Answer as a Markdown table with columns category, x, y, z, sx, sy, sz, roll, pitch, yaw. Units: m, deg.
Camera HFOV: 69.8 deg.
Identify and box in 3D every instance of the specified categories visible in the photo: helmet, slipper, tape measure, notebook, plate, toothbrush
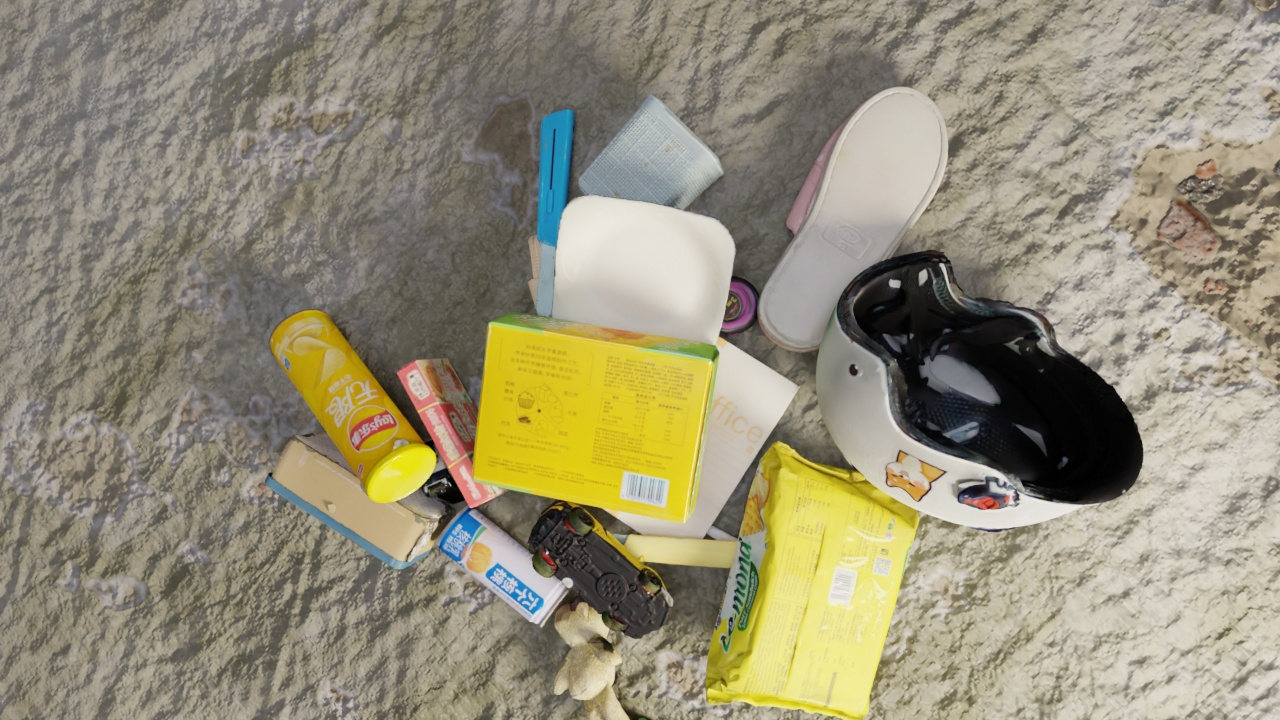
| category | x | y | z | sx | sy | sz | roll | pitch | yaw |
| --- | --- | --- | --- | --- | --- | --- | --- | --- | --- |
| helmet | 0.267 | 0.047 | 0.800 | 0.274 | 0.229 | 0.157 | 33 | 136 | 2 |
| slipper | 0.200 | -0.132 | 0.875 | 0.114 | 0.054 | 0.274 | 28 | 89 | 7 |
| tape measure | 0.089 | -0.054 | 0.898 | 0.058 | 0.039 | 0.057 | 20 | 92 | 13 |
| notebook | 0.040 | 0.074 | 0.897 | 0.146 | 0.010 | 0.206 | 33 | 94 | 5 |
| tape measure | -0.196 | 0.107 | 0.920 | 0.033 | 0.066 | 0.066 | -23 | 71 | 9 |
| plate | 0.001 | -0.075 | 0.856 | 0.164 | 0.034 | 0.164 | 13 | 122 | 5 |
| toothbrush | 0.066 | 0.167 | 0.907 | 0.180 | 0.016 | 0.016 | 30 | 95 | 8 |

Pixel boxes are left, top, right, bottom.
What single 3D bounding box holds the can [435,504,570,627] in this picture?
| category | x | y | z | sx | sy | sz | roll | pitch | yaw |
| --- | --- | --- | --- | --- | --- | --- | --- | --- | --- |
| can | -0.136 | 0.205 | 0.916 | 0.134 | 0.053 | 0.053 | 36 | 94 | 7 |

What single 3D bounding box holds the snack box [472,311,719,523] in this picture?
| category | x | y | z | sx | sy | sz | roll | pitch | yaw |
| --- | --- | --- | --- | --- | --- | --- | --- | --- | --- |
| snack box | -0.042 | 0.049 | 0.852 | 0.210 | 0.070 | 0.158 | 10 | 102 | 9 |

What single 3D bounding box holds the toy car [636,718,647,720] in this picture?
| category | x | y | z | sx | sy | sz | roll | pitch | yaw |
| --- | --- | --- | --- | --- | --- | --- | --- | --- | --- |
| toy car | 0.021 | 0.394 | 0.900 | 0.091 | 0.036 | 0.043 | 40 | 93 | 3 |

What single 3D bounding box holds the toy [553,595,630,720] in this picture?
| category | x | y | z | sx | sy | sz | roll | pitch | yaw |
| --- | --- | --- | --- | --- | --- | --- | --- | --- | --- |
| toy | -0.039 | 0.306 | 0.887 | 0.105 | 0.066 | 0.157 | -42 | 64 | 46 |

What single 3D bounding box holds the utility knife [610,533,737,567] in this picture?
| category | x | y | z | sx | sy | sz | roll | pitch | yaw |
| --- | --- | --- | --- | --- | --- | --- | --- | --- | --- |
| utility knife | 0.027 | 0.181 | 0.884 | 0.216 | 0.022 | 0.031 | 4 | 88 | 0 |

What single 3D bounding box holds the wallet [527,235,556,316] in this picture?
| category | x | y | z | sx | sy | sz | roll | pitch | yaw |
| --- | --- | --- | --- | --- | --- | --- | --- | --- | --- |
| wallet | -0.071 | -0.076 | 0.929 | 0.087 | 0.024 | 0.115 | -9 | 89 | 9 |

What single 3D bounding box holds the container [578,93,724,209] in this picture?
| category | x | y | z | sx | sy | sz | roll | pitch | yaw |
| --- | --- | --- | --- | --- | --- | --- | --- | --- | --- |
| container | 0.008 | -0.179 | 0.888 | 0.111 | 0.090 | 0.090 | -44 | 83 | 8 |

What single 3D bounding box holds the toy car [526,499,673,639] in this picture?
| category | x | y | z | sx | sy | sz | roll | pitch | yaw |
| --- | --- | --- | --- | --- | --- | --- | --- | --- | --- |
| toy car | -0.038 | 0.199 | 0.868 | 0.156 | 0.041 | 0.071 | 40 | 105 | 1 |

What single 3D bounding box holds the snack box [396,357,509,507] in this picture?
| category | x | y | z | sx | sy | sz | roll | pitch | yaw |
| --- | --- | --- | --- | --- | --- | --- | --- | --- | --- |
| snack box | -0.181 | 0.069 | 0.914 | 0.025 | 0.075 | 0.153 | -31 | 84 | 12 |

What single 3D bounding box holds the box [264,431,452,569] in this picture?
| category | x | y | z | sx | sy | sz | roll | pitch | yaw |
| --- | --- | --- | --- | --- | --- | --- | --- | --- | --- |
| box | -0.286 | 0.134 | 0.923 | 0.184 | 0.089 | 0.062 | 28 | 93 | 10 |

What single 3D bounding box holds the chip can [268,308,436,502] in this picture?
| category | x | y | z | sx | sy | sz | roll | pitch | yaw |
| --- | --- | --- | --- | --- | --- | --- | --- | --- | --- |
| chip can | -0.285 | 0.042 | 0.899 | 0.072 | 0.072 | 0.213 | -47 | 63 | 4 |

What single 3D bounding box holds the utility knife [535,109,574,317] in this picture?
| category | x | y | z | sx | sy | sz | roll | pitch | yaw |
| --- | --- | --- | --- | --- | --- | --- | --- | --- | --- |
| utility knife | -0.088 | -0.147 | 0.920 | 0.034 | 0.018 | 0.218 | 1 | 80 | 9 |

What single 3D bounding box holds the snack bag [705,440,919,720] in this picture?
| category | x | y | z | sx | sy | sz | roll | pitch | yaw |
| --- | --- | --- | --- | --- | --- | --- | --- | --- | --- |
| snack bag | 0.164 | 0.210 | 0.846 | 0.158 | 0.068 | 0.246 | 15 | 89 | -10 |
